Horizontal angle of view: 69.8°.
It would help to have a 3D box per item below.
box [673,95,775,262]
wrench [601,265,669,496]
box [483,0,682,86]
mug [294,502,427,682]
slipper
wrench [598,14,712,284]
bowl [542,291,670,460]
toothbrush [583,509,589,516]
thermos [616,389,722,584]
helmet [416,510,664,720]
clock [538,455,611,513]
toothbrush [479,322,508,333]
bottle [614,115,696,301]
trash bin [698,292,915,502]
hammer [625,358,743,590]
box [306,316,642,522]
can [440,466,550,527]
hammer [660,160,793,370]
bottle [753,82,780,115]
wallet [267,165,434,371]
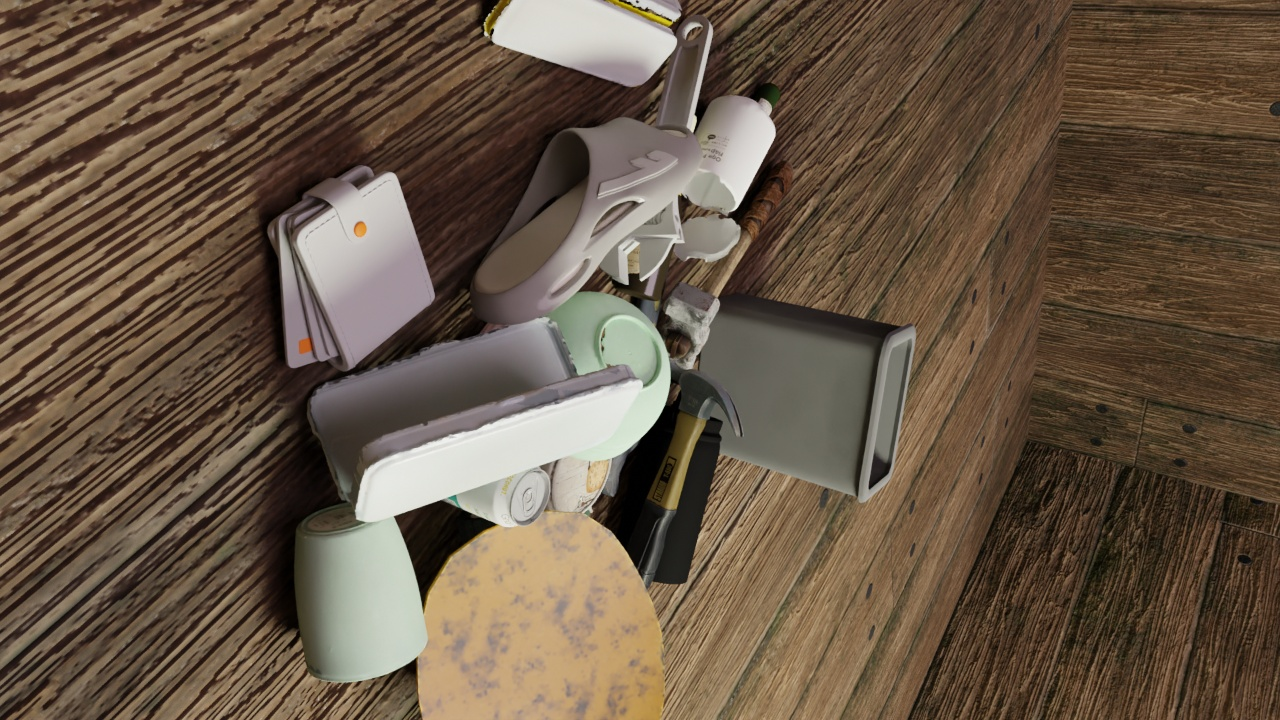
[{"bbox_3d":[0.077,-0.182,0.934,0.165,0.083,0.092,-62,155,-17],"label":"box"},{"bbox_3d":[-0.006,0.005,0.935,0.073,0.022,0.273,0,104,-66],"label":"wrench"},{"bbox_3d":[-0.038,-0.290,0.736,0.209,0.057,0.117,-8,111,-57],"label":"box"},{"bbox_3d":[-0.197,0.153,0.655,0.111,0.084,0.104,-62,146,-76],"label":"mug"},{"bbox_3d":[-0.050,-0.137,0.742,0.265,0.113,0.081,-48,128,-28],"label":"slipper"},{"bbox_3d":[0.017,-0.200,0.854,0.018,0.087,0.273,34,63,-57],"label":"wrench"},{"bbox_3d":[-0.030,0.004,0.781,0.150,0.077,0.150,16,63,-34],"label":"bowl"},{"bbox_3d":[-0.052,0.092,0.906,0.016,0.017,0.190,-23,122,-53],"label":"toothbrush"},{"bbox_3d":[0.033,0.131,0.989,0.086,0.086,0.198,11,94,-58],"label":"thermos"},{"bbox_3d":[-0.099,0.247,0.783,0.205,0.131,0.255,-14,96,-26],"label":"helmet"},{"bbox_3d":[-0.065,0.076,0.835,0.103,0.061,0.157,-17,119,-55],"label":"clock"},{"bbox_3d":[-0.142,0.020,0.723,0.222,0.027,0.027,-57,171,-27],"label":"toothbrush"},{"bbox_3d":[0.021,-0.151,0.888,0.045,0.045,0.184,17,89,-58],"label":"bottle"},{"bbox_3d":[0.182,0.034,1.055,0.097,0.220,0.192,-19,118,-54],"label":"trash bin"},{"bbox_3d":[0.012,0.170,0.929,0.025,0.118,0.333,11,100,-56],"label":"hammer"},{"bbox_3d":[-0.123,0.021,0.649,0.214,0.127,0.106,-15,150,-33],"label":"box"},{"bbox_3d":[-0.123,0.091,0.711,0.054,0.102,0.055,-29,127,-49],"label":"can"},{"bbox_3d":[0.104,-0.118,1.025,0.317,0.049,0.122,-57,167,-34],"label":"hammer"},{"bbox_3d":[0.125,-0.267,1.023,0.105,0.025,0.025,-60,145,-23],"label":"bottle"},{"bbox_3d":[-0.196,-0.054,0.599,0.115,0.037,0.119,-48,143,-37],"label":"wallet"}]
